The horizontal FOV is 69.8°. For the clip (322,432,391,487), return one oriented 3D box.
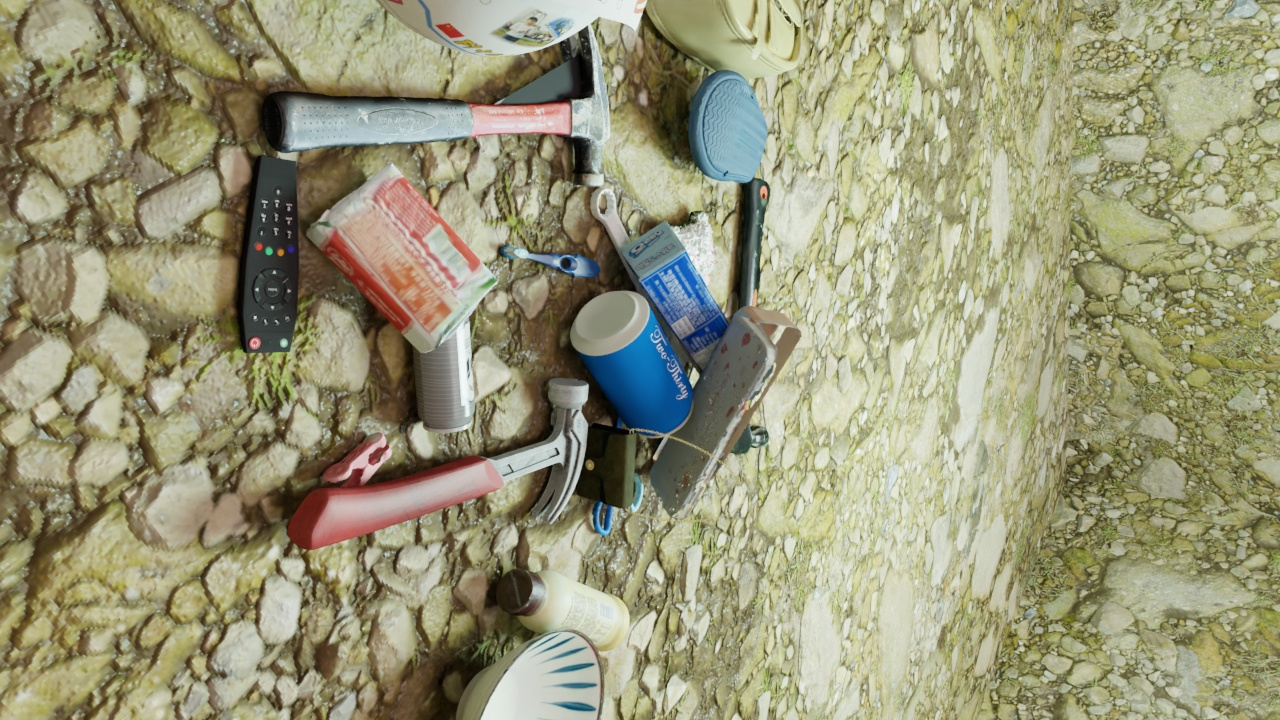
[{"bbox_3d":[-0.202,0.081,0.670,0.058,0.022,0.037,-51,133,-38],"label":"clip"}]

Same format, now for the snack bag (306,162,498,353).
[{"bbox_3d":[-0.163,-0.071,0.638,0.116,0.036,0.076,48,56,-17],"label":"snack bag"}]

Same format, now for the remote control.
[{"bbox_3d":[-0.238,-0.067,0.590,0.039,0.010,0.125,-3,101,-55],"label":"remote control"}]

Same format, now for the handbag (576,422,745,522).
[{"bbox_3d":[0.015,0.108,0.849,0.027,0.178,0.084,-10,105,-54],"label":"handbag"}]

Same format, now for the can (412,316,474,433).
[{"bbox_3d":[-0.151,-0.001,0.702,0.043,0.044,0.107,-20,114,-52],"label":"can"}]

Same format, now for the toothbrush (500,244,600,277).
[{"bbox_3d":[-0.074,-0.088,0.816,0.132,0.016,0.021,5,96,-55],"label":"toothbrush"}]

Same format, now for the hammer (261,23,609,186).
[{"bbox_3d":[-0.133,-0.192,0.692,0.325,0.036,0.140,-21,116,-51],"label":"hammer"}]

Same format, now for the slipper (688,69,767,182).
[{"bbox_3d":[0.088,-0.240,0.978,0.213,0.059,0.104,4,103,-69],"label":"slipper"}]

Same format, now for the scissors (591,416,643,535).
[{"bbox_3d":[-0.020,0.113,0.946,0.104,0.019,0.132,-4,101,-59],"label":"scissors"}]

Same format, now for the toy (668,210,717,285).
[{"bbox_3d":[0.054,-0.100,0.978,0.095,0.041,0.109,-33,126,-46],"label":"toy"}]

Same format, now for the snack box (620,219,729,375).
[{"bbox_3d":[0.056,-0.044,0.944,0.059,0.059,0.226,-34,136,3],"label":"snack box"}]

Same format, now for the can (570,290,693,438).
[{"bbox_3d":[-0.005,0.005,0.882,0.078,0.079,0.146,-59,140,-28],"label":"can"}]

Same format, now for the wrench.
[{"bbox_3d":[0.008,-0.067,0.945,0.047,0.009,0.273,-58,140,-29],"label":"wrench"}]

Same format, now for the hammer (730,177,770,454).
[{"bbox_3d":[0.126,-0.051,1.104,0.132,0.033,0.333,-3,99,-54],"label":"hammer"}]

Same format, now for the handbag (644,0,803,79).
[{"bbox_3d":[0.102,-0.377,0.937,0.232,0.089,0.190,28,69,-55],"label":"handbag"}]

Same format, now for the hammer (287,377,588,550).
[{"bbox_3d":[-0.142,0.097,0.730,0.314,0.036,0.126,-13,111,-59],"label":"hammer"}]

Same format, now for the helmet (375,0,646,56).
[{"bbox_3d":[-0.079,-0.349,0.551,0.230,0.236,0.314,-13,109,-56],"label":"helmet"}]

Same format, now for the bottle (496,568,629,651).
[{"bbox_3d":[-0.072,0.232,0.862,0.162,0.057,0.056,40,65,-51],"label":"bottle"}]

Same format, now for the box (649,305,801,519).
[{"bbox_3d":[0.093,0.056,0.943,0.104,0.096,0.217,4,124,-41],"label":"box"}]

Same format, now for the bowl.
[{"bbox_3d":[-0.112,0.316,0.812,0.176,0.071,0.177,-17,112,-52],"label":"bowl"}]
